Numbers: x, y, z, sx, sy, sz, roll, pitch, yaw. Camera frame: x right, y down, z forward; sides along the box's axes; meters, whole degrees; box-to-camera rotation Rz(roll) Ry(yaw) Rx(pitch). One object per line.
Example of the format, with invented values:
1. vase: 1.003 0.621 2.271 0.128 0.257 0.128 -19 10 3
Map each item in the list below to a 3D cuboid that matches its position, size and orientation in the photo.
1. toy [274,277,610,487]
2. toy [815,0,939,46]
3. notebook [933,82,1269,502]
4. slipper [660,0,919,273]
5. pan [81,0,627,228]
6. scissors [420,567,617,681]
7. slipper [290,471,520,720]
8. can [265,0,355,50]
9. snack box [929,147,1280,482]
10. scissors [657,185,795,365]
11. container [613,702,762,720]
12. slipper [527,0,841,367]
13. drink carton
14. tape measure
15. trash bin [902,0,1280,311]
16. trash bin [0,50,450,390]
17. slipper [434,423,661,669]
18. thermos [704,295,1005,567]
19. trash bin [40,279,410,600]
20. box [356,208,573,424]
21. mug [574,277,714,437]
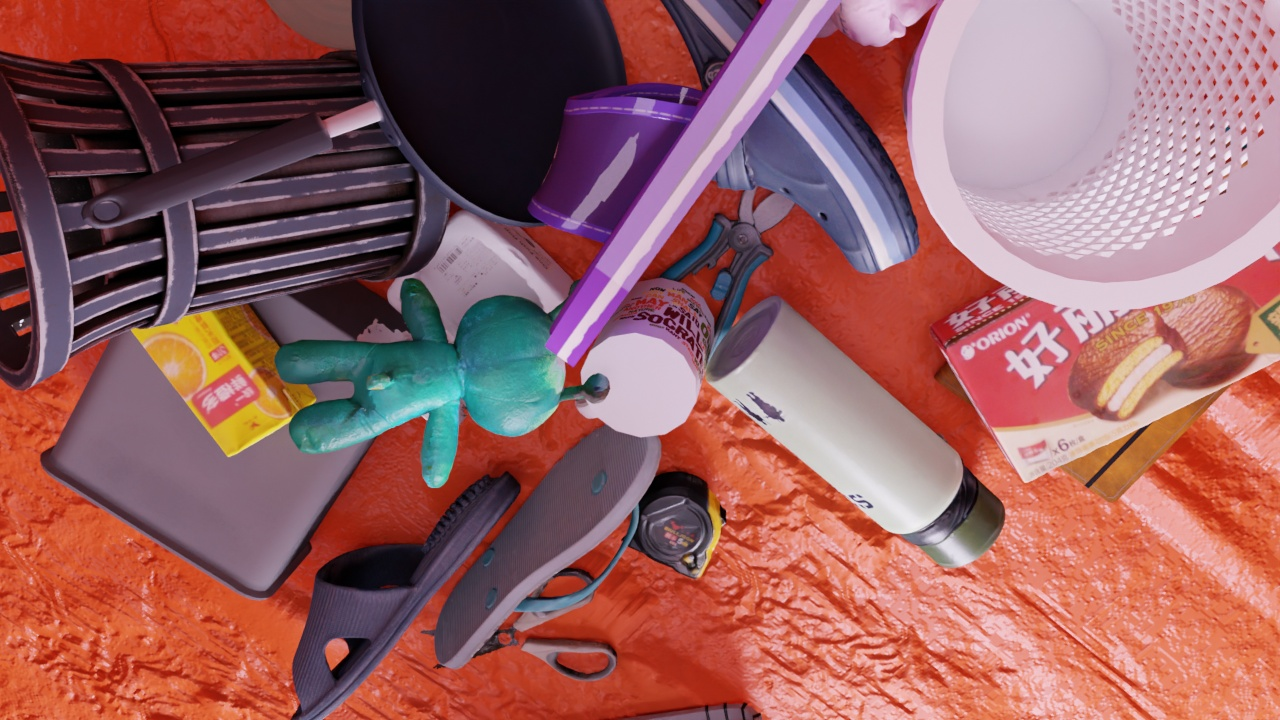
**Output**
1. toy: -0.113 0.007 0.547 0.193 0.072 0.130 -10 84 -16
2. toy: 0.131 -0.221 0.545 0.047 0.110 0.064 -2 110 -18
3. notebook: 0.354 -0.033 0.629 0.178 0.014 0.250 34 108 -5
4. slipper: 0.075 -0.154 0.574 0.095 0.105 0.253 -37 98 18
5. pan: -0.127 -0.141 0.493 0.021 0.355 0.199 -7 114 42
6. scissors: -0.093 0.222 0.757 0.158 0.012 0.162 27 108 -2
7. slipper: -0.199 0.169 0.712 0.082 0.101 0.264 41 101 0
8. can: -0.173 -0.259 0.577 0.128 0.073 0.128 2 108 5
9. snack box: 0.323 -0.029 0.593 0.237 0.060 0.113 -31 101 14
10. scissors: 0.051 -0.062 0.646 0.124 0.019 0.156 -2 109 7
11. container: 0.001 0.458 0.704 0.247 0.245 0.244 -11 110 9
12. slipper: 0.008 -0.128 0.486 0.084 0.107 0.267 36 111 -4
13. drink carton: -0.274 -0.010 0.587 0.059 0.042 0.134 -31 101 14
14. tape measure: 0.027 0.122 0.698 0.071 0.042 0.072 27 113 -2
15. trash bin: 0.231 -0.147 0.507 0.195 0.199 0.196 2 108 5
16. trash bin: -0.233 -0.094 0.498 0.164 0.226 0.164 17 116 39
17. slipper: -0.065 0.141 0.698 0.054 0.098 0.269 30 118 -30
18. thermos: 0.156 0.053 0.642 0.231 0.082 0.082 39 107 -12
19. trash bin: -0.288 0.030 0.670 0.192 0.097 0.220 35 106 -6
20. box: -0.125 -0.025 0.616 0.108 0.136 0.128 44 105 -7
21. mug: -0.004 0.004 0.623 0.105 0.089 0.073 -35 105 26
